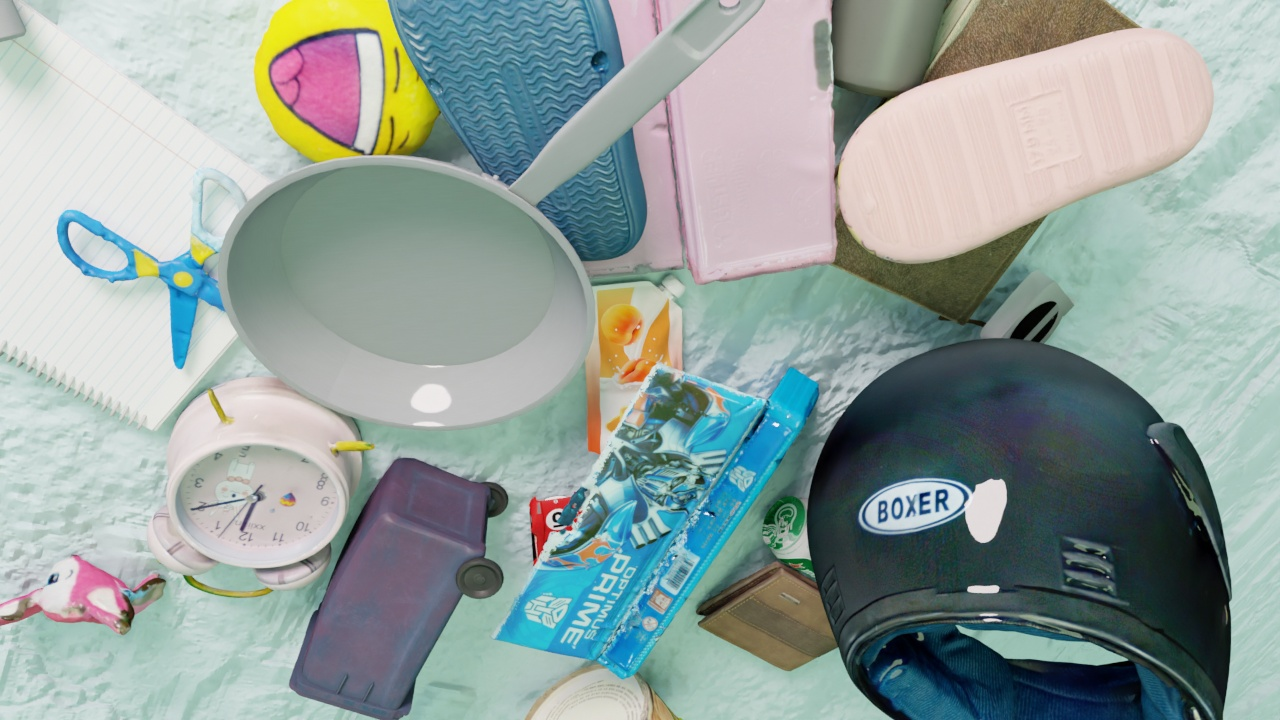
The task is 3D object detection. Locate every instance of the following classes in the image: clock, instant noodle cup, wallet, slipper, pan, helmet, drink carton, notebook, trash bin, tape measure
[{"bbox_3d":[-0.243,0.088,0.579,0.116,0.058,0.158,19,115,-24],"label":"clock"},{"bbox_3d":[-0.027,0.318,0.732,0.146,0.146,0.098,-26,113,2],"label":"instant noodle cup"},{"bbox_3d":[0.120,0.212,0.754,0.121,0.026,0.099,33,126,-26],"label":"wallet"},{"bbox_3d":[0.206,-0.121,0.515,0.197,0.081,0.093,-21,93,11],"label":"slipper"},{"bbox_3d":[-0.048,-0.138,0.469,0.104,0.059,0.214,-3,137,20],"label":"slipper"},{"bbox_3d":[-0.073,-0.073,0.467,0.200,0.050,0.358,31,128,-29],"label":"pan"},{"bbox_3d":[0.257,0.123,0.622,0.250,0.235,0.316,-22,129,37],"label":"helmet"},{"bbox_3d":[-0.003,0.004,0.608,0.069,0.039,0.122,-7,116,-10],"label":"drink carton"},{"bbox_3d":[-0.322,-0.081,0.483,0.178,0.013,0.245,-45,121,12],"label":"notebook"},{"bbox_3d":[0.228,-0.126,0.585,0.190,0.034,0.216,22,114,-26],"label":"notebook"},{"bbox_3d":[-0.163,0.158,0.623,0.092,0.093,0.161,24,111,-16],"label":"trash bin"},{"bbox_3d":[0.277,-0.029,0.656,0.065,0.016,0.064,-51,140,13],"label":"tape measure"}]

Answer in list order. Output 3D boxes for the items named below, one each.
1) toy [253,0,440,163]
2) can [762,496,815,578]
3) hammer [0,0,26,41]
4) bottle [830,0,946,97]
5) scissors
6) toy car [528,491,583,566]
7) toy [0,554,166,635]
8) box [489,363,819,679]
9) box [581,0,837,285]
[{"bbox_3d":[-0.149,-0.143,0.472,0.094,0.041,0.096,7,122,-14],"label":"toy"},{"bbox_3d":[0.145,0.146,0.718,0.101,0.053,0.053,31,109,-29],"label":"can"},{"bbox_3d":[-0.176,-0.236,0.414,0.310,0.029,0.125,-15,119,-8],"label":"hammer"},{"bbox_3d":[0.137,-0.203,0.499,0.060,0.060,0.109,1,121,-15],"label":"bottle"},{"bbox_3d":[-0.249,-0.053,0.508,0.127,0.015,0.125,-42,125,13],"label":"scissors"},{"bbox_3d":[-0.060,0.139,0.677,0.038,0.025,0.090,-6,122,-11],"label":"toy car"},{"bbox_3d":[-0.370,0.152,0.591,0.102,0.065,0.050,-5,90,-8],"label":"toy"},{"bbox_3d":[0.024,0.117,0.627,0.170,0.071,0.244,4,124,-48],"label":"box"},{"bbox_3d":[0.017,-0.147,0.499,0.179,0.039,0.233,-8,122,4],"label":"box"}]
